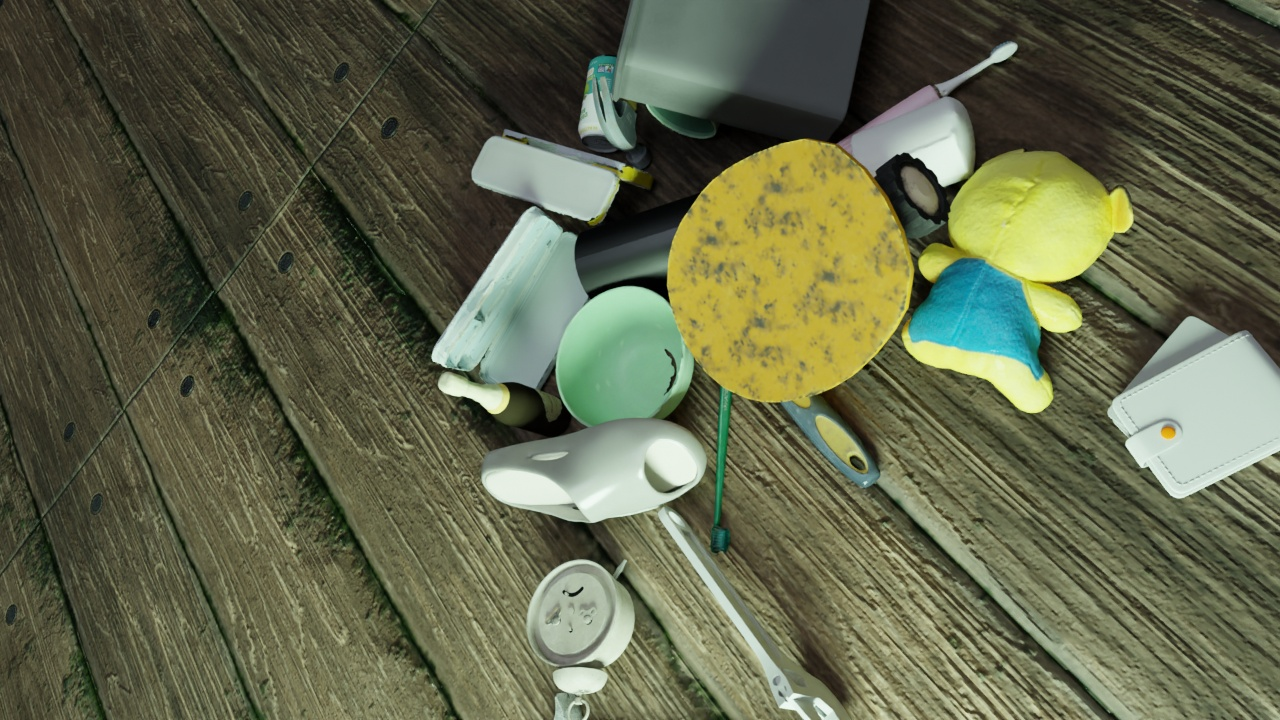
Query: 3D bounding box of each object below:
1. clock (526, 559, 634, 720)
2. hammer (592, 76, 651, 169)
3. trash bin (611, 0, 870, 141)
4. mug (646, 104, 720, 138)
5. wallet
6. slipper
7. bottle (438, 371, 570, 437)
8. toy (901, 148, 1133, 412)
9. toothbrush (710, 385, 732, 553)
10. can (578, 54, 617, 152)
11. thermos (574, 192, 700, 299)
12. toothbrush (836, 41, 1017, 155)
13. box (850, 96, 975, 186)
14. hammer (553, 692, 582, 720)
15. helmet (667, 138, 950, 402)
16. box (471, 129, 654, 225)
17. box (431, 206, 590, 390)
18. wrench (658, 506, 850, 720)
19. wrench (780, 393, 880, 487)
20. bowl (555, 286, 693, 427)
[{"bbox_3d":[-0.055,0.274,0.897,0.104,0.061,0.156,-17,53,25],"label":"clock"},{"bbox_3d":[0.005,-0.393,1.040,0.025,0.118,0.332,2,72,29],"label":"hammer"},{"bbox_3d":[0.100,-0.331,0.902,0.220,0.098,0.191,13,82,-3],"label":"trash bin"},{"bbox_3d":[0.056,-0.307,1.000,0.111,0.084,0.104,7,71,61],"label":"mug"},{"bbox_3d":[0.426,0.031,0.704,0.118,0.037,0.115,-32,62,15],"label":"wallet"},{"bbox_3d":[-0.060,0.128,0.911,0.266,0.113,0.080,-10,40,31],"label":"slipper"},{"bbox_3d":[-0.141,0.042,0.948,0.045,0.184,0.045,-9,72,28],"label":"bottle"},{"bbox_3d":[0.313,-0.081,0.775,0.149,0.084,0.214,28,94,32],"label":"toy"},{"bbox_3d":[0.083,0.093,0.901,0.017,0.016,0.189,-4,74,32],"label":"toothbrush"},{"bbox_3d":[-0.039,-0.297,1.061,0.055,0.055,0.101,2,77,31],"label":"can"},{"bbox_3d":[0.038,-0.120,0.946,0.199,0.086,0.086,-14,69,27],"label":"thermos"},{"bbox_3d":[0.258,-0.238,0.886,0.223,0.027,0.026,-31,29,19],"label":"toothbrush"},{"bbox_3d":[0.224,-0.180,0.853,0.166,0.083,0.092,-17,35,28],"label":"box"},{"bbox_3d":[0.049,0.370,0.830,0.319,0.049,0.121,-8,70,27],"label":"hammer"},{"bbox_3d":[0.153,-0.085,0.813,0.256,0.131,0.205,-36,80,46],"label":"helmet"},{"bbox_3d":[-0.093,-0.218,1.046,0.210,0.057,0.117,25,49,33],"label":"box"},{"bbox_3d":[-0.118,-0.052,1.034,0.127,0.106,0.215,35,95,10],"label":"box"},{"bbox_3d":[0.098,0.232,0.832,0.018,0.086,0.273,-48,48,10],"label":"wrench"},{"bbox_3d":[0.132,0.016,0.884,0.073,0.022,0.273,-37,61,-3],"label":"wrench"},{"bbox_3d":[-0.006,0.006,0.942,0.151,0.077,0.150,-9,72,29],"label":"bowl"}]
